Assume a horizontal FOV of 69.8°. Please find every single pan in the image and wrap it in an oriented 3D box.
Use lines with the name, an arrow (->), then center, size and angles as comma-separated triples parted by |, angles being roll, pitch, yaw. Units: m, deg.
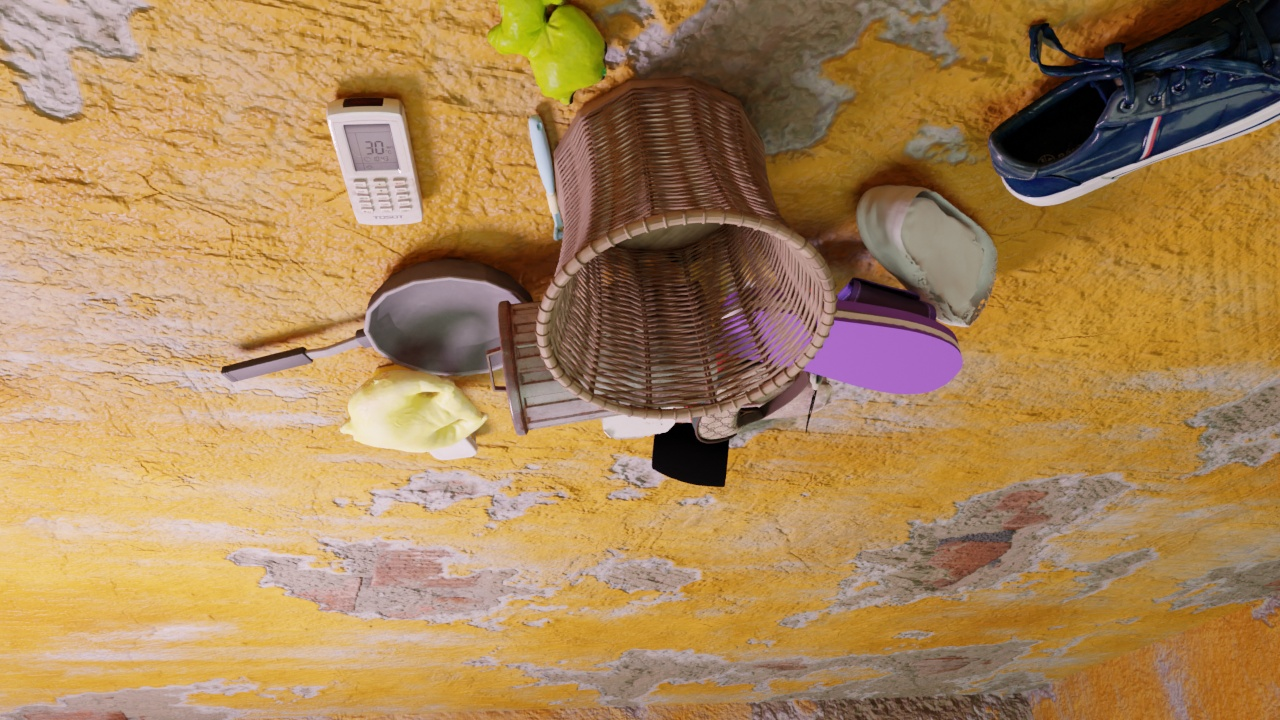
pan -> -0.280, -0.028, 0.971 | 0.358, 0.041, 0.179 | -13, 147, 10

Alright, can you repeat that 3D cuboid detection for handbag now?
handbag -> 0.124, 0.027, 1.033 | 0.138, 0.063, 0.167 | -7, 144, -24

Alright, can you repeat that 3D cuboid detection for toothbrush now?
toothbrush -> -0.081, -0.161, 0.821 | 0.022, 0.016, 0.155 | -36, 152, -15
toothbrush -> 0.081, -0.107, 0.936 | 0.016, 0.016, 0.167 | -4, 147, -2

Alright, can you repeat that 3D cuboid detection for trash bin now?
trash bin -> -0.041, -0.004, 0.891 | 0.211, 0.130, 0.131 | -8, 148, -4

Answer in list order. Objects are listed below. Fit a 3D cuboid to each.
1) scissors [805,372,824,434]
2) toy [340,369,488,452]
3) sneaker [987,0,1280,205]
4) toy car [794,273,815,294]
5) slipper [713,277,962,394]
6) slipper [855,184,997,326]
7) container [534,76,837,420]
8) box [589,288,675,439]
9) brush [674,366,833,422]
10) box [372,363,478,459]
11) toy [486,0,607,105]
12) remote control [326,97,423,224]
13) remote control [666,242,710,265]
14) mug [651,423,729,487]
scissors -> 0.211, 0.019, 1.071 | 0.012, 0.131, 0.170 | 19, 168, 18
toy -> -0.261, 0.060, 1.030 | 0.155, 0.064, 0.170 | -14, 152, 10
sneaker -> 0.410, -0.229, 0.722 | 0.295, 0.120, 0.127 | -27, 155, 34
toy car -> 0.176, -0.064, 0.989 | 0.051, 0.048, 0.100 | -8, 148, 2
slipper -> 0.196, -0.043, 0.901 | 0.266, 0.083, 0.108 | 10, 147, -20
slipper -> 0.293, -0.102, 0.930 | 0.246, 0.074, 0.112 | 28, 104, -45
container -> 0.025, -0.095, 0.752 | 0.227, 0.195, 0.227 | -4, 140, -4
box -> -0.006, -0.002, 1.031 | 0.110, 0.083, 0.191 | -3, 131, -2
brush -> 0.104, 0.034, 1.123 | 0.271, 0.056, 0.083 | -2, 146, -8
box -> -0.262, 0.067, 1.137 | 0.064, 0.033, 0.210 | -10, 147, 8
toy -> -0.067, -0.238, 0.685 | 0.093, 0.036, 0.094 | 10, 138, -16
remote control -> -0.222, -0.166, 0.778 | 0.060, 0.025, 0.139 | -3, 148, -6
remote control -> 0.000, -0.129, 0.883 | 0.151, 0.020, 0.041 | 20, 140, -34
mug -> 0.068, 0.126, 1.256 | 0.100, 0.085, 0.119 | 5, 178, 4
